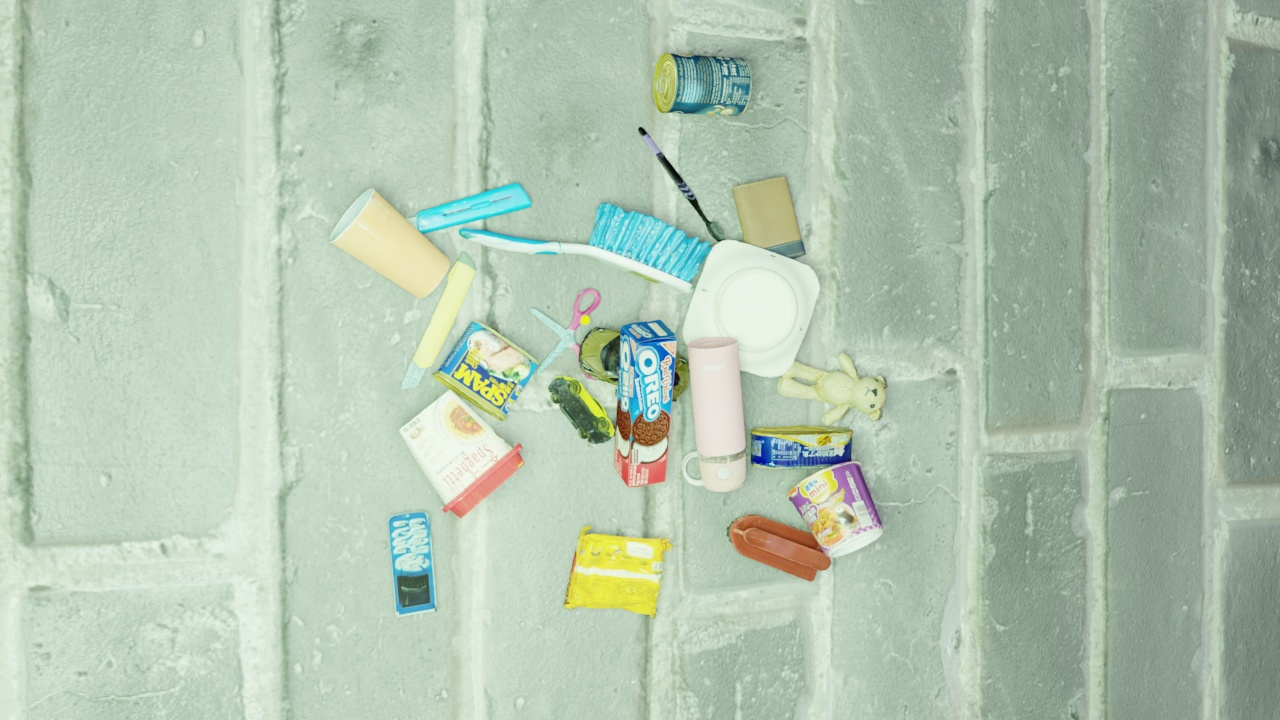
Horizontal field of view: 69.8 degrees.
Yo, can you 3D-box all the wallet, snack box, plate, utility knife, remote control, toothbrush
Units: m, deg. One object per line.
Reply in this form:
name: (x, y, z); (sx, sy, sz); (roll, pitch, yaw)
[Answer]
wallet: (0.175, -0.188, 1.254); (0.090, 0.033, 0.115); (-17, 95, -21)
snack box: (0.004, 0.055, 1.143); (0.057, 0.058, 0.208); (-6, 117, -20)
plate: (0.150, -0.067, 1.221); (0.163, 0.034, 0.164); (18, 94, -7)
utility knife: (-0.223, -0.180, 1.120); (0.182, 0.018, 0.034); (-19, 98, -17)
remote control: (-0.275, 0.244, 1.103); (0.049, 0.024, 0.125); (-4, 91, -19)
utility knife: (-0.244, -0.046, 1.113); (0.031, 0.019, 0.183); (26, 76, -14)
toothbrush: (0.056, -0.233, 1.220); (0.014, 0.017, 0.189); (-41, 102, -15)

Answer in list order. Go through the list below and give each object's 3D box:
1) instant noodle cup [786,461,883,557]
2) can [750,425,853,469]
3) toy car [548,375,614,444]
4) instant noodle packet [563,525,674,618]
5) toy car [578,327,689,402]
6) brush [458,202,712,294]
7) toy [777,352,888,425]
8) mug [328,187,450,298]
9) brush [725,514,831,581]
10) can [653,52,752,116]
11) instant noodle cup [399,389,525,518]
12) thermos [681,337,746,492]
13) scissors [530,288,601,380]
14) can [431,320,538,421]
instant noodle cup: (0.267, 0.204, 1.233); (0.111, 0.112, 0.099); (-14, 64, -19)
can: (0.220, 0.118, 1.252); (0.148, 0.075, 0.049); (0, 94, -19)
toy car: (-0.073, 0.060, 1.163); (0.105, 0.048, 0.032); (52, 47, -13)
instant noodle packet: (-0.027, 0.272, 1.182); (0.128, 0.044, 0.111); (11, 94, -16)
toy car: (-0.007, 0.007, 1.179); (0.158, 0.042, 0.070); (19, 84, -27)
brush: (-0.064, -0.152, 1.161); (0.314, 0.060, 0.109); (20, 87, -16)
toy: (0.265, 0.036, 1.272); (0.157, 0.066, 0.105); (12, 80, -3)
mug: (-0.286, -0.130, 1.064); (0.122, 0.078, 0.078); (41, 77, -28)
brush: (0.186, 0.250, 1.243); (0.145, 0.069, 0.063); (23, 82, -18)
can: (0.082, -0.359, 1.195); (0.111, 0.075, 0.075); (-4, 92, -20)
instant noodle cup: (-0.215, 0.108, 1.083); (0.116, 0.117, 0.124); (-41, 92, -14)
thermos: (0.092, 0.072, 1.202); (0.087, 0.067, 0.199); (-3, 105, 6)
scissors: (-0.086, -0.029, 1.171); (0.134, 0.017, 0.133); (43, 77, -19)
can: (-0.187, 0.012, 1.115); (0.102, 0.057, 0.083); (36, 77, -17)
